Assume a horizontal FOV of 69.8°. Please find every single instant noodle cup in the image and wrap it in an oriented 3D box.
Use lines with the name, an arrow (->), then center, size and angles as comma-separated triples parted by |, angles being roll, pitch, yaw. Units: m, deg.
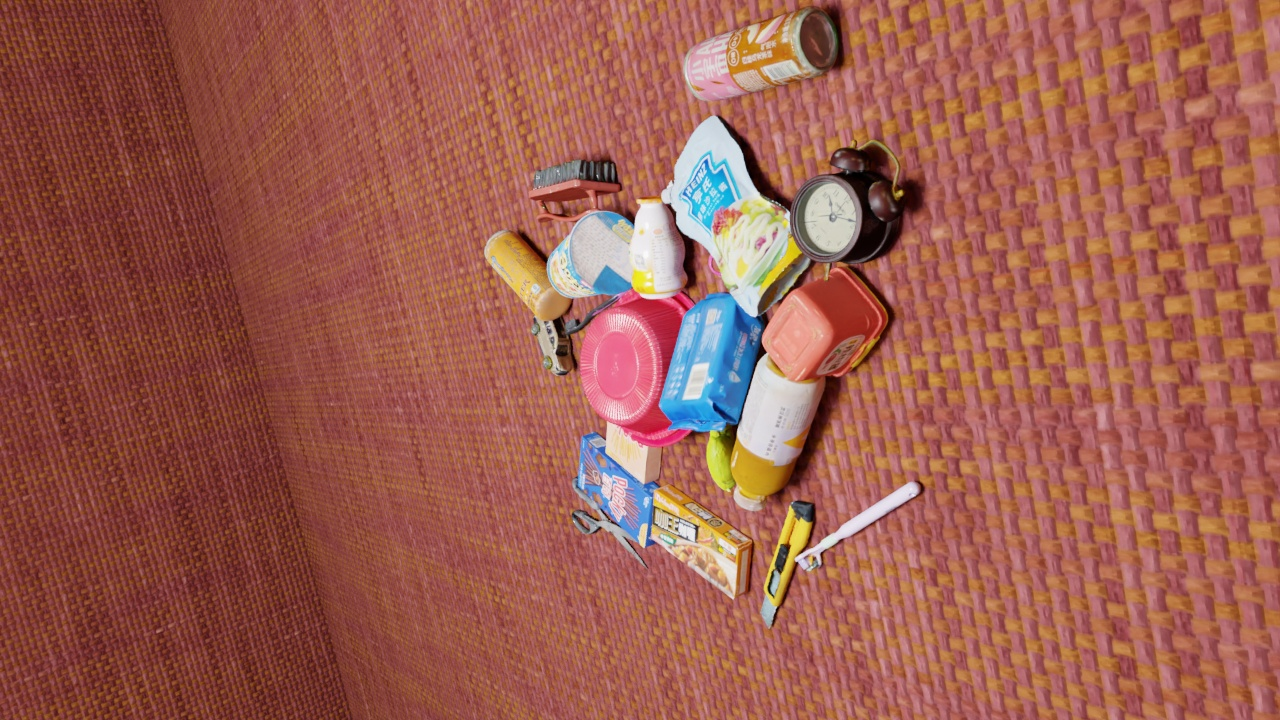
instant noodle cup -> -0.062, -0.118, 1.096 | 0.110, 0.099, 0.099 | -12, 94, 63
instant noodle cup -> -0.006, 0.006, 1.054 | 0.194, 0.065, 0.194 | 3, 95, 47

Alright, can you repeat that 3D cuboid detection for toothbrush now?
toothbrush -> -0.052, -0.068, 1.169 | 0.190, 0.014, 0.017 | -30, 67, 54
toothbrush -> 0.211, 0.163, 0.896 | 0.190, 0.029, 0.021 | 127, 157, -48

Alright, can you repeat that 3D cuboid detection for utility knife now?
utility knife -> 0.156, 0.226, 1.001 | 0.033, 0.015, 0.193 | 43, 136, 40

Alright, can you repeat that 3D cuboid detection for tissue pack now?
tissue pack -> 0.077, 0.000, 0.950 | 0.095, 0.052, 0.157 | -6, 64, 57

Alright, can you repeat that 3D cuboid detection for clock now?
clock -> 0.179, -0.131, 0.780 | 0.082, 0.055, 0.122 | 56, 134, 25

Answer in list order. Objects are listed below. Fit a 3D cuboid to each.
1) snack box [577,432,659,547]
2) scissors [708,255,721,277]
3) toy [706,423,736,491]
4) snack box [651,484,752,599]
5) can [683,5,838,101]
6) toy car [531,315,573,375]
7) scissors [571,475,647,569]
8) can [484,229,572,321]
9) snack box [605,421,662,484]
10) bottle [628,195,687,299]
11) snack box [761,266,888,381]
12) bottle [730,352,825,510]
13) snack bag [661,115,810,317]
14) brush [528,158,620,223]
snack box -> -0.029, 0.171, 1.224 | 0.157, 0.026, 0.085 | 36, 131, 41
scissors -> 0.116, -0.122, 0.914 | 0.138, 0.017, 0.077 | 3, 98, 49
toy -> 0.088, 0.092, 0.997 | 0.031, 0.096, 0.100 | -5, 73, 16
snack box -> 0.071, 0.216, 1.105 | 0.154, 0.026, 0.075 | 29, 125, 45
can -> 0.105, -0.272, 0.824 | 0.147, 0.057, 0.058 | 7, 109, 53
toy car -> -0.117, -0.023, 1.250 | 0.035, 0.042, 0.090 | -27, 76, 36
scissors -> -0.048, 0.229, 1.292 | 0.171, 0.014, 0.159 | -37, 76, 52
can -> -0.153, -0.117, 1.247 | 0.146, 0.058, 0.058 | 46, 137, 33
snack box -> -0.006, 0.069, 1.149 | 0.084, 0.026, 0.157 | 34, 129, 42
bottle -> 0.018, -0.124, 1.002 | 0.063, 0.063, 0.108 | 16, 117, 51
snack box -> 0.162, -0.030, 0.829 | 0.082, 0.080, 0.091 | 55, 142, 25
bottle -> 0.132, 0.075, 0.925 | 0.068, 0.067, 0.190 | 44, 139, 35
snack bag -> 0.089, -0.143, 0.905 | 0.191, 0.038, 0.111 | 57, 137, 27
brush -> -0.090, -0.202, 1.119 | 0.146, 0.063, 0.069 | 5, 95, 55
